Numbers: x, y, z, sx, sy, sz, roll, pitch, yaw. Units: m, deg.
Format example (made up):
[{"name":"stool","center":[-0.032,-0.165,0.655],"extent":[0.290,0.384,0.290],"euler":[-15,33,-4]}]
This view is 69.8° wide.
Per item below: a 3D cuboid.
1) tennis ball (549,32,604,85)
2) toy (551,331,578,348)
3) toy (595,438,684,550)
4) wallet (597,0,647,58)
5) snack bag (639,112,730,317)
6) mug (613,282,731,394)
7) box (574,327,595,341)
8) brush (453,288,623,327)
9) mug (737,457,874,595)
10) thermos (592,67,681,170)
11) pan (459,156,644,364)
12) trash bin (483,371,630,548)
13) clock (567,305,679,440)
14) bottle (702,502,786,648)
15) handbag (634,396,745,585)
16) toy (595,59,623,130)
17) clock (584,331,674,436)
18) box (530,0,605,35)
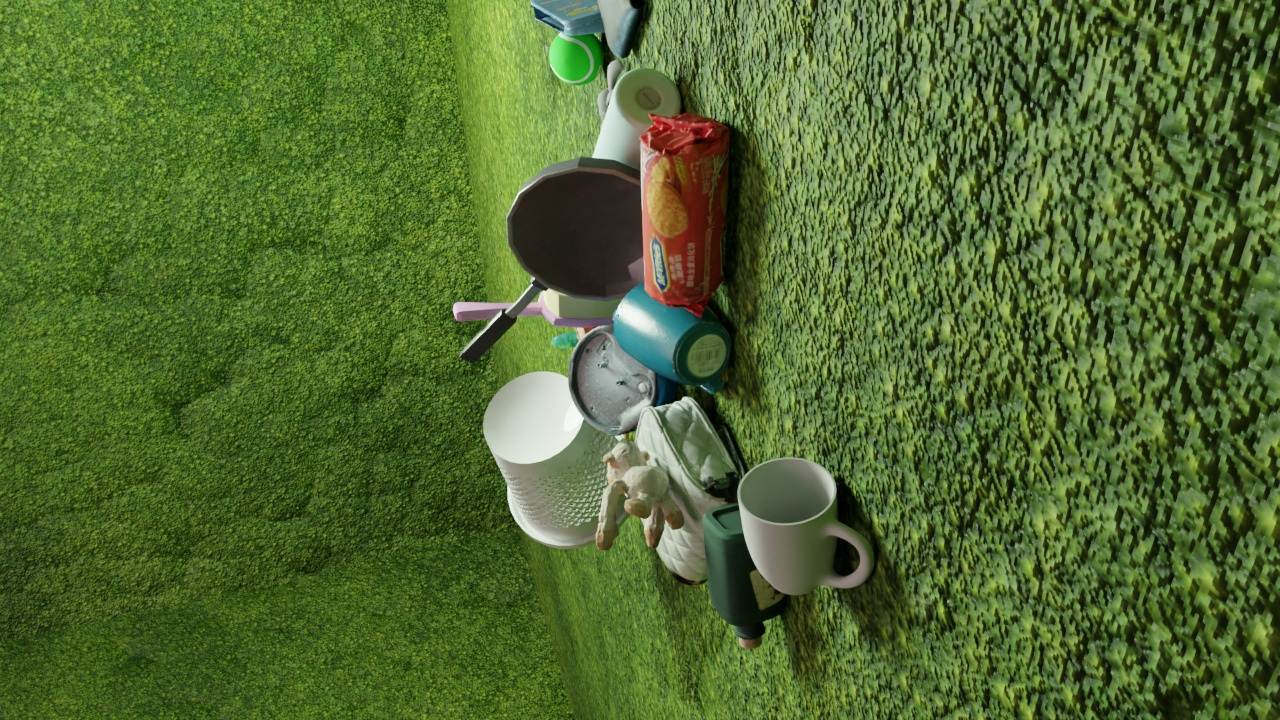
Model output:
[{"name":"tennis ball","center":[-0.075,-0.360,1.086],"extent":[0.065,0.065,0.065],"euler":[169,91,-76]},{"name":"toy","center":[-0.061,-0.031,1.281],"extent":[0.131,0.072,0.193],"euler":[-22,76,40]},{"name":"toy","center":[-0.012,0.125,0.886],"extent":[0.074,0.085,0.106],"euler":[-47,52,44]},{"name":"wallet","center":[-0.024,-0.384,0.944],"extent":[0.089,0.026,0.115],"euler":[128,130,-70]},{"name":"snack bag","center":[0.038,-0.129,0.794],"extent":[0.082,0.082,0.177],"euler":[-118,22,-52]},{"name":"mug","center":[0.041,-0.013,0.878],"extent":[0.112,0.084,0.104],"euler":[54,171,-34]},{"name":"box","center":[-0.057,-0.074,1.218],"extent":[0.048,0.085,0.187],"euler":[115,140,-58]},{"name":"brush","center":[-0.110,-0.076,1.108],"extent":[0.089,0.228,0.043],"euler":[-118,30,-53]},{"name":"mug","center":[0.126,0.136,0.679],"extent":[0.107,0.071,0.089],"euler":[23,137,41]},{"name":"thermos","center":[-0.012,-0.218,0.942],"extent":[0.207,0.065,0.077],"euler":[128,159,-73]},{"name":"pan","center":[-0.101,-0.094,1.000],"extent":[0.358,0.178,0.041],"euler":[-39,33,39]},{"name":"trash bin","center":[-0.113,0.123,1.230],"extent":[0.200,0.195,0.195],"euler":[69,-179,-55]},{"name":"clock","center":[-0.006,0.006,0.979],"extent":[0.117,0.060,0.162],"euler":[48,116,20]},{"name":"bottle","center":[0.096,0.200,0.832],"extent":[0.061,0.061,0.131],"euler":[-141,42,-66]},{"name":"handbag","center":[0.050,0.134,0.950],"extent":[0.195,0.072,0.138],"euler":[99,147,-53]},{"name":"toy","center":[-0.035,-0.296,1.047],"extent":[0.112,0.030,0.049],"euler":[116,156,-76]},{"name":"clock","center":[-0.025,0.020,1.100],"extent":[0.158,0.073,0.121],"euler":[25,121,46]},{"name":"box","center":[-0.082,-0.412,1.075],"extent":[0.209,0.065,0.037],"euler":[-124,23,-60]}]
